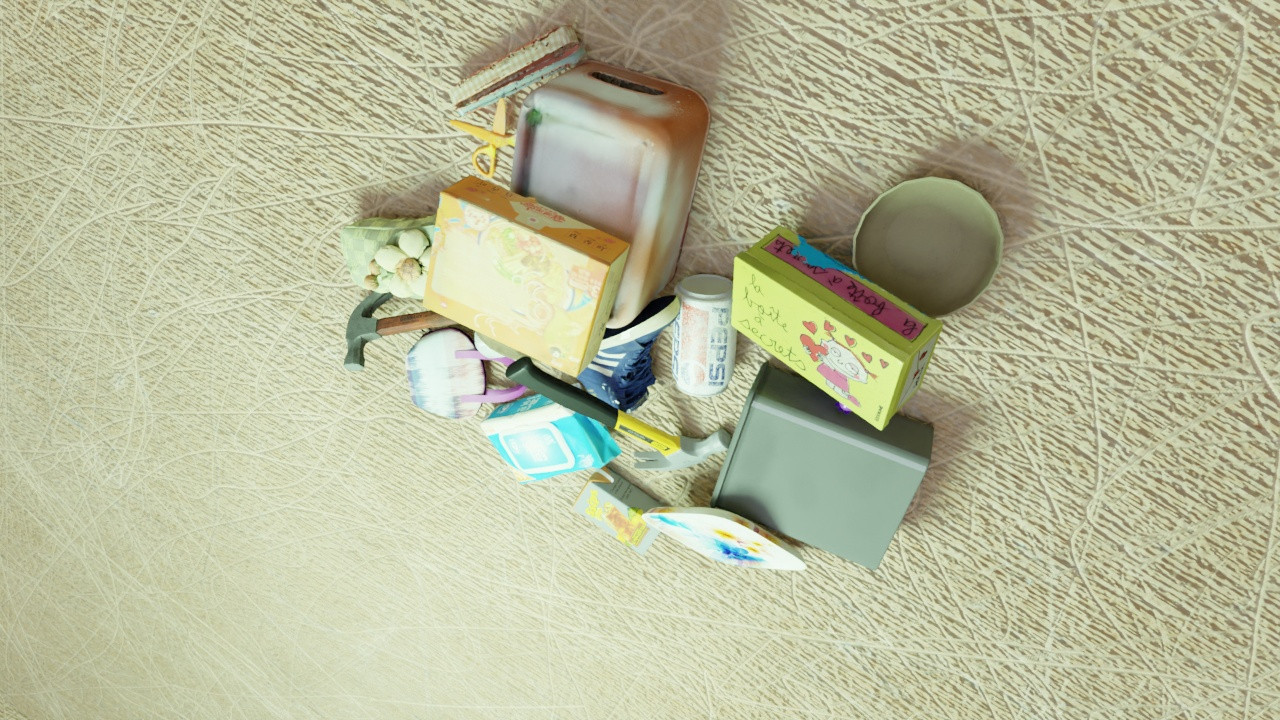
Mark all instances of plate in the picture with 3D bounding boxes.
[{"bbox_3d":[0.111,0.233,1.216,0.187,0.016,0.187,34,153,-30],"label":"plate"}]

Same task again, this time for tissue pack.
[{"bbox_3d":[-0.132,0.105,1.277,0.210,0.065,0.117,-15,113,40],"label":"tissue pack"}]

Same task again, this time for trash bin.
[{"bbox_3d":[-0.045,-0.187,1.043,0.181,0.157,0.260,20,121,12],"label":"trash bin"},{"bbox_3d":[0.221,0.132,1.138,0.220,0.097,0.192,21,122,10],"label":"trash bin"}]

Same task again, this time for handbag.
[{"bbox_3d":[-0.236,0.018,1.292,0.170,0.067,0.145,2,112,14],"label":"handbag"},{"bbox_3d":[-0.320,-0.130,1.211,0.187,0.116,0.113,1,116,20],"label":"handbag"}]

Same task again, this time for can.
[{"bbox_3d":[0.078,-0.030,1.121,0.078,0.078,0.136,10,120,17],"label":"can"}]

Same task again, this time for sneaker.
[{"bbox_3d":[-0.008,0.006,1.145,0.234,0.091,0.118,-17,111,49],"label":"sneaker"}]

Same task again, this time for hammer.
[{"bbox_3d":[-0.268,-0.060,1.253,0.301,0.111,0.028,-8,156,17],"label":"hammer"},{"bbox_3d":[-0.035,0.071,1.149,0.127,0.029,0.323,-29,137,35],"label":"hammer"}]

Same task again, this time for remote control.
[{"bbox_3d":[-0.163,-0.031,1.226,0.114,0.028,0.060,-12,155,11],"label":"remote control"}]

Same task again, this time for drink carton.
[{"bbox_3d":[-0.027,0.212,1.311,0.125,0.048,0.076,34,124,3],"label":"drink carton"}]

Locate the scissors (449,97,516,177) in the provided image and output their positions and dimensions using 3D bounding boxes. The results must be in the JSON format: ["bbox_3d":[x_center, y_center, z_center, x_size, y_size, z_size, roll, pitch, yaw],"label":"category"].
[{"bbox_3d":[-0.171,-0.269,1.120,0.129,0.011,0.126,13,142,-4],"label":"scissors"}]

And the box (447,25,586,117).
[{"bbox_3d":[-0.151,-0.341,1.072,0.187,0.060,0.057,-17,152,29],"label":"box"}]

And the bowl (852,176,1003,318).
[{"bbox_3d":[0.305,-0.123,0.984,0.152,0.050,0.152,4,109,12],"label":"bowl"}]

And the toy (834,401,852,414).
[{"bbox_3d":[0.257,0.006,1.079,0.106,0.055,0.088,56,132,31],"label":"toy"}]

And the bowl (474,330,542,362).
[{"bbox_3d":[-0.138,-0.060,1.126,0.162,0.161,0.070,24,122,9],"label":"bowl"}]

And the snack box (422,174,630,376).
[{"bbox_3d":[-0.122,-0.095,0.981,0.195,0.080,0.145,25,124,9],"label":"snack box"}]

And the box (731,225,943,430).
[{"bbox_3d":[0.204,-0.040,1.001,0.221,0.082,0.125,36,151,24],"label":"box"}]

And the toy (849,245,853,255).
[{"bbox_3d":[0.276,-0.087,1.038,0.049,0.030,0.111,-30,97,18],"label":"toy"}]
